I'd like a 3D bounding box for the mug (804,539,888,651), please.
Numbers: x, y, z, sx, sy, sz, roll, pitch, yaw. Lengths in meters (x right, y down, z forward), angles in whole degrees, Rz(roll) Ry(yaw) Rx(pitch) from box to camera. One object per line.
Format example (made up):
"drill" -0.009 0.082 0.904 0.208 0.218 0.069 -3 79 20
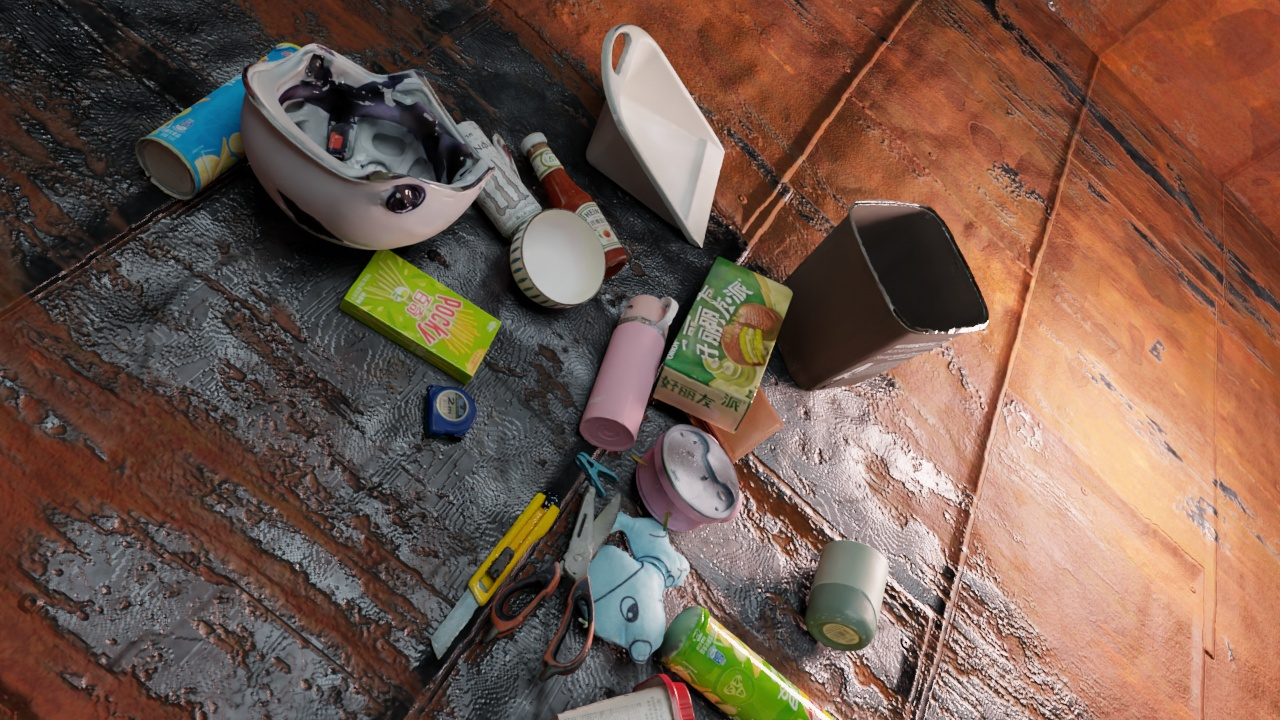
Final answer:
"mug" 0.248 0.289 1.087 0.112 0.082 0.106 60 39 -34

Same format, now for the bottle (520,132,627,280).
"bottle" -0.088 -0.196 1.156 0.059 0.060 0.206 -22 77 -40

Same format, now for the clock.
"clock" 0.063 0.136 1.049 0.158 0.060 0.117 -2 61 -48

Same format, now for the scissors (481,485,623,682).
"scissors" -0.079 0.215 0.921 0.213 0.015 0.197 -16 51 -21

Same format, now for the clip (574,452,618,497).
"clip" -0.051 0.124 1.021 0.055 0.013 0.034 43 47 -4

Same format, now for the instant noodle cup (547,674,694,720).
"instant noodle cup" -0.021 0.358 0.842 0.124 0.117 0.116 0 63 -22

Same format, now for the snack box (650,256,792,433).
"snack box" 0.107 -0.025 1.151 0.114 0.063 0.239 25 44 4

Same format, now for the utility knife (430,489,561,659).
"utility knife" -0.139 0.205 0.911 0.033 0.015 0.217 41 48 -3

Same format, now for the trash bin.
"trash bin" 0.306 -0.074 1.243 0.198 0.220 0.198 -4 65 -36

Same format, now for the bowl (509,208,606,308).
"bowl" -0.106 -0.115 1.083 0.116 0.066 0.116 8 77 -36

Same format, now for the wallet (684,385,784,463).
"wallet" 0.120 0.068 1.161 0.124 0.032 0.101 -29 84 -41

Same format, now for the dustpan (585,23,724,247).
"dustpan" 0.032 -0.328 1.265 0.257 0.143 0.222 28 51 -16

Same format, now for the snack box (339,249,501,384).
"snack box" -0.235 -0.049 0.992 0.156 0.026 0.085 34 50 -14

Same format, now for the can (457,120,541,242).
"can" -0.180 -0.216 1.107 0.058 0.058 0.146 -34 85 -42

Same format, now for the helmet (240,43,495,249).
"helmet" -0.296 -0.202 0.953 0.258 0.146 0.229 -14 57 -50

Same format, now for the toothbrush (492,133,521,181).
"toothbrush" -0.145 -0.210 1.155 0.016 0.017 0.187 -15 73 -40

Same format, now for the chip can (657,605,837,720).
"chip can" 0.117 0.347 0.961 0.221 0.073 0.072 40 48 -6

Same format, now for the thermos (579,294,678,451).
"thermos" -0.006 0.006 1.073 0.067 0.087 0.198 41 48 -24

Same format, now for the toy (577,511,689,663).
"toy" -0.011 0.233 0.959 0.156 0.050 0.161 -12 58 -35

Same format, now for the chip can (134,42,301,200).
"chip can" -0.421 -0.253 0.958 0.071 0.071 0.209 38 49 -9

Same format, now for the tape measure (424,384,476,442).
"tape measure" -0.199 0.055 0.954 0.054 0.025 0.058 11 62 -31
